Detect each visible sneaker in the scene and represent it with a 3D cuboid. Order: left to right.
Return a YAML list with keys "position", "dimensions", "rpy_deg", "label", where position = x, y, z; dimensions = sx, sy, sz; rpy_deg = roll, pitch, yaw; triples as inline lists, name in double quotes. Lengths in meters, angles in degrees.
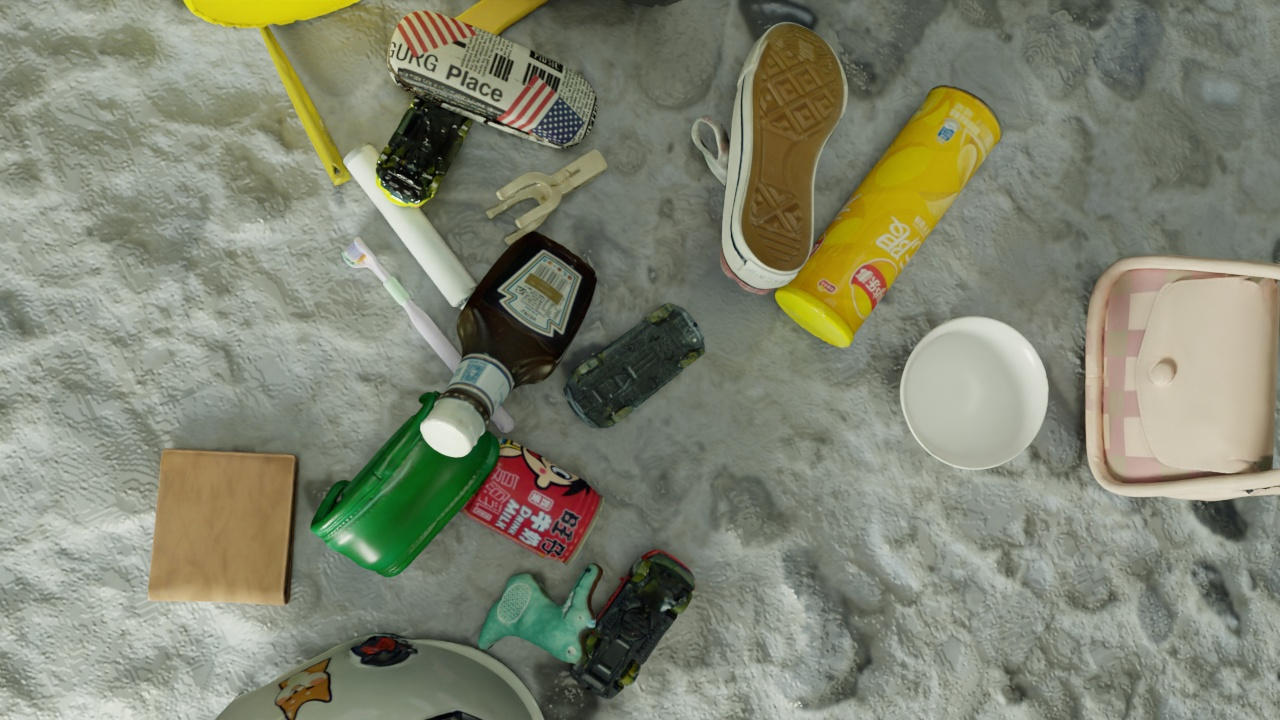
- position: [0.096, -0.153, 0.712]
  dimensions: [0.118, 0.088, 0.240]
  rpy_deg: [20, 65, -18]
  label: "sneaker"

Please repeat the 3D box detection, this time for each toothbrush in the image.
- position: [-0.273, -0.223, 0.704]
  dimensions: [0.015, 0.016, 0.190]
  rpy_deg: [-27, 92, -4]
  label: "toothbrush"
- position: [-0.162, -0.017, 0.712]
  dimensions: [0.189, 0.029, 0.021]
  rpy_deg: [50, 47, -4]
  label: "toothbrush"
- position: [-0.152, -0.072, 0.710]
  dimensions: [0.027, 0.026, 0.221]
  rpy_deg: [-35, 93, 34]
  label: "toothbrush"

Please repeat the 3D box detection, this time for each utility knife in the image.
- position: [-0.108, -0.275, 0.725]
  dimensions: [0.156, 0.015, 0.033]
  rpy_deg: [-35, 100, -7]
  label: "utility knife"

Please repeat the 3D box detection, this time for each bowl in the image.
- position: [0.253, 0.025, 0.734]
  dimensions: [0.118, 0.065, 0.118]
  rpy_deg: [0, 90, -7]
  label: "bowl"

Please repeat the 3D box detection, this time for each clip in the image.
- position: [-0.072, -0.129, 0.702]
  dimensions: [0.102, 0.095, 0.035]
  rpy_deg: [-32, 92, 5]
  label: "clip"

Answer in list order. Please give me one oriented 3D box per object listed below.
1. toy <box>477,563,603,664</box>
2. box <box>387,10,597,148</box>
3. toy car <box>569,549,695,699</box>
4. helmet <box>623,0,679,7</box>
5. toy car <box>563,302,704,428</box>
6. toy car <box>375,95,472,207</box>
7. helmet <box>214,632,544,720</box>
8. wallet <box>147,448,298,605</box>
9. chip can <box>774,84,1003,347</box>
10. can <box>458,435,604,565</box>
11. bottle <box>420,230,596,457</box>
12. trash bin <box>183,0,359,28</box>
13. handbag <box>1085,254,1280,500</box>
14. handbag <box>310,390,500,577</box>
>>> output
- position: [-0.070, 0.192, 0.699]
  dimensions: [0.092, 0.030, 0.096]
  rpy_deg: [20, 75, 29]
  label: "toy"
- position: [-0.113, -0.213, 0.705]
  dimensions: [0.164, 0.052, 0.069]
  rpy_deg: [20, 92, -17]
  label: "box"
- position: [-0.007, 0.201, 0.712]
  dimensions: [0.053, 0.045, 0.120]
  rpy_deg: [37, 91, -6]
  label: "toy car"
- position: [-0.023, -0.380, 0.614]
  dimensions: [0.230, 0.275, 0.233]
  rpy_deg: [17, 72, 20]
  label: "helmet"
- position: [-0.004, 0.004, 0.722]
  dimensions: [0.120, 0.037, 0.054]
  rpy_deg: [-38, 92, -16]
  label: "toy car"
- position: [-0.165, -0.163, 0.701]
  dimensions: [0.048, 0.032, 0.105]
  rpy_deg: [28, 64, -15]
  label: "toy car"
- position: [-0.196, 0.321, 0.633]
  dimensions: [0.274, 0.157, 0.230]
  rpy_deg: [-11, 90, -7]
  label: "helmet"
- position: [-0.313, 0.126, 0.693]
  dimensions: [0.101, 0.020, 0.115]
  rpy_deg: [4, 86, -6]
  label: "wallet"
- position: [0.197, -0.113, 0.728]
  dimensions: [0.072, 0.072, 0.213]
  rpy_deg: [39, 85, -4]
  label: "chip can"
- position: [-0.081, 0.107, 0.695]
  dimensions: [0.094, 0.066, 0.066]
  rpy_deg: [30, 86, -5]
  label: "can"
- position: [-0.095, -0.013, 0.651]
  dimensions: [0.080, 0.044, 0.194]
  rpy_deg: [33, 46, -9]
  label: "bottle"
- position: [-0.269, -0.385, 0.614]
  dimensions: [0.229, 0.229, 0.255]
  rpy_deg: [-23, 97, -6]
  label: "trash bin"
- position: [0.433, 0.013, 0.669]
  dimensions: [0.093, 0.234, 0.193]
  rpy_deg: [2, 88, -8]
  label: "handbag"
- position: [-0.171, 0.082, 0.660]
  dimensions: [0.068, 0.120, 0.131]
  rpy_deg: [42, 85, -23]
  label: "handbag"
